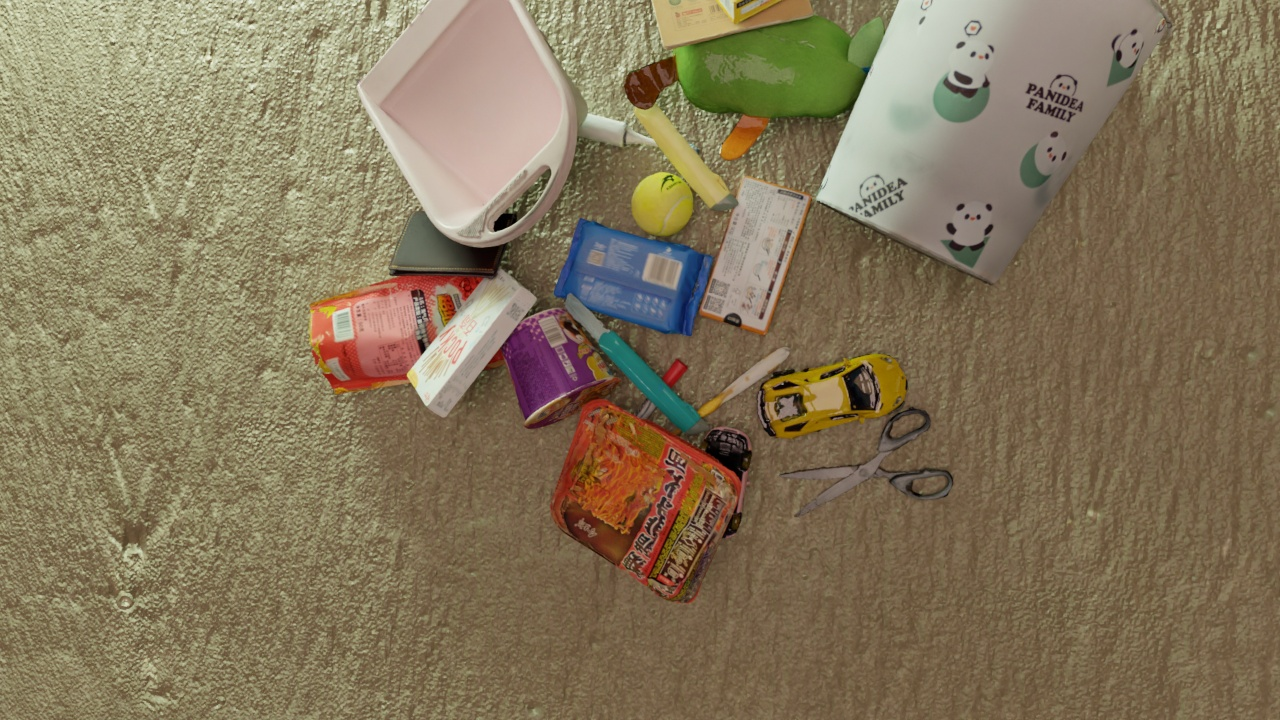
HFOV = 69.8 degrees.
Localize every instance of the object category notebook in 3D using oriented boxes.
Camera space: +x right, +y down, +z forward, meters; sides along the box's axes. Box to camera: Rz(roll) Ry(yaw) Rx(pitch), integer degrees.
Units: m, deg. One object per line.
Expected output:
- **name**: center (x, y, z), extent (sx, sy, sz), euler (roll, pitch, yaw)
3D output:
- **notebook**: center (0.075, -0.407, 0.916), extent (0.148, 0.008, 0.207), euler (-13, 67, 2)

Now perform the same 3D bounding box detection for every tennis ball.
- **tennis ball**: center (0.023, -0.163, 0.957), extent (0.065, 0.065, 0.065), euler (0, 92, 10)

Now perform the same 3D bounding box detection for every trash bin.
- **trash bin**: center (0.300, -0.219, 0.832), extent (0.229, 0.229, 0.252), euler (27, 102, 8)

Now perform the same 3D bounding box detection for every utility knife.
- **utility knife**: center (-0.006, 0.006, 0.965), extent (0.029, 0.013, 0.205), euler (-43, 96, 14)
- **utility knife**: center (0.042, -0.218, 0.953), extent (0.031, 0.018, 0.165), euler (-39, 91, 10)

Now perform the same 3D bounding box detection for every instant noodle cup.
- **instant noodle cup**: center (0.008, 0.138, 0.947), extent (0.189, 0.078, 0.165), euler (29, 114, 18)
- **instant noodle cup**: center (-0.093, 0.005, 0.971), extent (0.112, 0.111, 0.099), euler (-31, 77, 10)

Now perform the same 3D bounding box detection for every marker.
- **marker**: center (0.001, 0.059, 0.996), extent (0.017, 0.017, 0.145), euler (39, 98, 7)

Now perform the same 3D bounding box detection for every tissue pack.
- **tissue pack**: center (-0.008, -0.088, 0.973), extent (0.157, 0.052, 0.095), euler (17, 94, 10)

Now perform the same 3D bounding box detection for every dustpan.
- **dustpan**: center (-0.172, -0.256, 0.929), extent (0.273, 0.138, 0.223), euler (47, 113, -3)

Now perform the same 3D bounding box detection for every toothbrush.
- **toothbrush**: center (-0.044, -0.249, 0.986), extent (0.221, 0.026, 0.027), euler (16, 131, 10)
- **toothbrush**: center (0.082, 0.044, 0.982), extent (0.191, 0.018, 0.016), euler (-37, 89, 7)

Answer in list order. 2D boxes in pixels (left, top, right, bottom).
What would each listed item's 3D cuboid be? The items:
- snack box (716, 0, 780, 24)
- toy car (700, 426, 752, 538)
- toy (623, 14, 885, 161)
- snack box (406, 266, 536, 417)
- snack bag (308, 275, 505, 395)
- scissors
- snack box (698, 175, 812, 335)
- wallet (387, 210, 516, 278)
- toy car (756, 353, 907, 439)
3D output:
- **snack box**: center (0.093, -0.399, 0.888), extent (0.087, 0.034, 0.140), euler (-29, 70, -6)
- **toy car**: center (0.086, 0.129, 0.974), extent (0.056, 0.037, 0.122), euler (13, 107, 16)
- **toy**: center (0.113, -0.302, 0.922), extent (0.247, 0.090, 0.226), euler (15, 80, 9)
- **snack box**: center (-0.178, -0.023, 0.961), extent (0.027, 0.085, 0.157), euler (39, 90, -35)
- **snack bag**: center (-0.257, -0.034, 1.020), extent (0.208, 0.073, 0.128), euler (-13, 96, 3)
- **scissors**: center (0.240, 0.114, 0.955), extent (0.174, 0.014, 0.159), euler (24, 97, 10)
- **snack box**: center (0.120, -0.109, 0.961), extent (0.075, 0.026, 0.154), euler (19, 95, 10)
- **wallet**: center (-0.204, -0.128, 0.999), extent (0.122, 0.020, 0.096), euler (3, 53, 11)
- **toy car**: center (0.197, 0.035, 0.946), extent (0.156, 0.041, 0.071), euler (-13, 90, 10)
